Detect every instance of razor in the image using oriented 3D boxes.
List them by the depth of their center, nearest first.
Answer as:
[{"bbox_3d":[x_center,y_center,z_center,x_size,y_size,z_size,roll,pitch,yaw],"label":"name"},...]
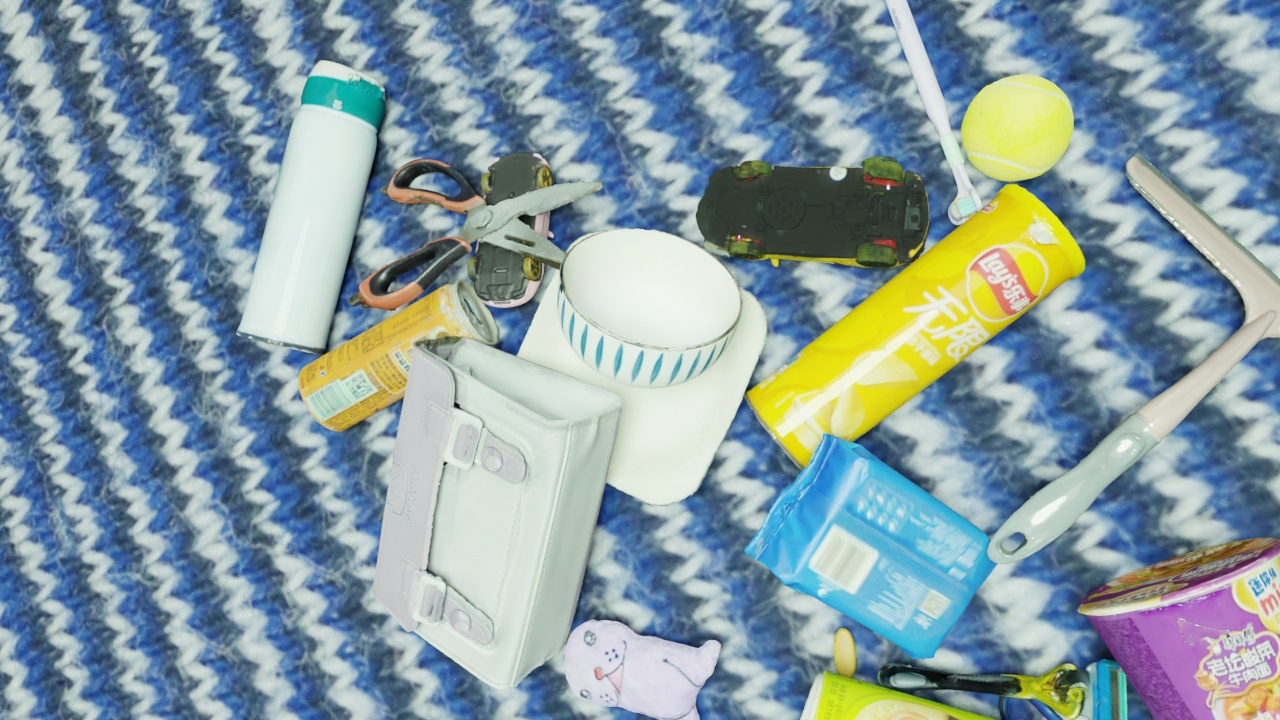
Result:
[{"bbox_3d":[0.219,0.200,0.563,0.143,0.022,0.042,0,78,15],"label":"razor"}]

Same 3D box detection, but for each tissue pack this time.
[{"bbox_3d":[0.147,0.116,0.568,0.157,0.052,0.095,32,93,-18],"label":"tissue pack"}]

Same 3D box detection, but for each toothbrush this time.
[{"bbox_3d":[0.140,0.270,0.596,0.016,0.018,0.191,-5,86,17],"label":"toothbrush"},{"bbox_3d":[0.192,-0.183,0.620,0.021,0.029,0.189,-10,78,-26],"label":"toothbrush"}]

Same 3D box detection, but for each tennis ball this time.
[{"bbox_3d":[0.237,-0.146,0.579,0.065,0.065,0.065,-2,84,16],"label":"tennis ball"}]

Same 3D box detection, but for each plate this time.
[{"bbox_3d":[-0.004,0.004,0.651,0.164,0.034,0.164,26,93,17],"label":"plate"}]

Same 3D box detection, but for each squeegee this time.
[{"bbox_3d":[0.302,0.035,0.539,0.249,0.040,0.247,-42,76,0],"label":"squeegee"}]

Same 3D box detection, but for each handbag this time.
[{"bbox_3d":[-0.107,0.097,0.621,0.145,0.098,0.197,23,109,28],"label":"handbag"}]

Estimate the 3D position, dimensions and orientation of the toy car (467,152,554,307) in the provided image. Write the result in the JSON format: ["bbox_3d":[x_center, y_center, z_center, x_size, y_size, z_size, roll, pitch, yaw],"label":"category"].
[{"bbox_3d":[-0.094,-0.097,0.686,0.056,0.037,0.122,0,72,18],"label":"toy car"}]

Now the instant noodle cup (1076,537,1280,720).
[{"bbox_3d":[0.316,0.161,0.501,0.112,0.111,0.099,-26,75,12],"label":"instant noodle cup"}]

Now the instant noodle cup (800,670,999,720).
[{"bbox_3d":[0.150,0.244,0.539,0.123,0.111,0.111,18,90,12],"label":"instant noodle cup"}]

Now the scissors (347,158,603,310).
[{"bbox_3d":[-0.129,-0.098,0.666,0.227,0.015,0.188,-30,53,13],"label":"scissors"}]

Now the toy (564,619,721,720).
[{"bbox_3d":[-0.003,0.216,0.629,0.108,0.039,0.084,12,97,15],"label":"toy"}]

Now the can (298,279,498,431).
[{"bbox_3d":[-0.182,-0.003,0.690,0.146,0.058,0.058,-28,78,12],"label":"can"}]

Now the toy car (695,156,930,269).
[{"bbox_3d":[0.116,-0.100,0.622,0.156,0.041,0.071,4,86,15],"label":"toy car"}]

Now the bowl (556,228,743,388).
[{"bbox_3d":[0.001,-0.025,0.588,0.116,0.116,0.066,32,135,16],"label":"bowl"}]

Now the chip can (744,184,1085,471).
[{"bbox_3d":[0.170,-0.017,0.585,0.213,0.072,0.072,-39,76,10],"label":"chip can"}]

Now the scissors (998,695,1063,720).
[{"bbox_3d":[0.301,0.248,0.551,0.173,0.012,0.162,43,96,17],"label":"scissors"}]

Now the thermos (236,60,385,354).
[{"bbox_3d":[-0.255,-0.121,0.719,0.073,0.073,0.224,13,88,17],"label":"thermos"}]
